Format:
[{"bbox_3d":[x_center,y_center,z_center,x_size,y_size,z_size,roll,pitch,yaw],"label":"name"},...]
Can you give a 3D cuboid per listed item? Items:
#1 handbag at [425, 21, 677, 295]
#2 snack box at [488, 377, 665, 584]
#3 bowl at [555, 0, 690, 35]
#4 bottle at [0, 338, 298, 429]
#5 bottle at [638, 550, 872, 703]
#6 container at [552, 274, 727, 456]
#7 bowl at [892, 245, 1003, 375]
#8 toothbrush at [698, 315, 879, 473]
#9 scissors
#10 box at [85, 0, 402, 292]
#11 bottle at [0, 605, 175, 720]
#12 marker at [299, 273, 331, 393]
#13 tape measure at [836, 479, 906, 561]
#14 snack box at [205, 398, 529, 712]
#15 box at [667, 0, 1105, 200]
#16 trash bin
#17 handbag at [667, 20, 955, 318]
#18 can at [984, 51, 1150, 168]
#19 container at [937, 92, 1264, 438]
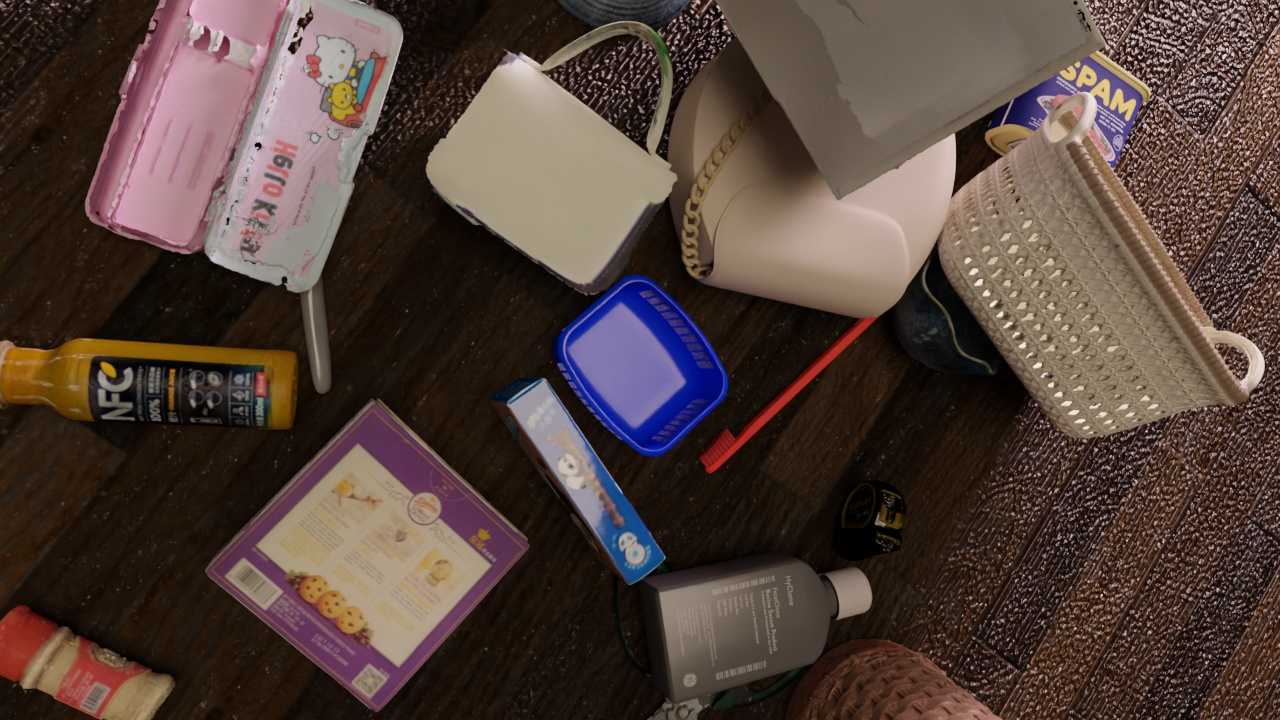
[{"bbox_3d":[-0.043,-0.155,0.642,0.151,0.074,0.176,34,100,-11],"label":"handbag"},{"bbox_3d":[-0.046,0.081,0.644,0.034,0.087,0.151,-35,99,-14],"label":"snack box"},{"bbox_3d":[-0.009,-0.315,0.669,0.137,0.057,0.137,0,90,-16],"label":"bowl"},{"bbox_3d":[-0.318,0.014,0.583,0.186,0.053,0.053,4,89,-16],"label":"bottle"},{"bbox_3d":[0.091,0.191,0.692,0.173,0.046,0.083,-9,91,-18],"label":"bottle"},{"bbox_3d":[-0.004,0.004,0.671,0.096,0.058,0.114,-42,101,-12],"label":"container"},{"bbox_3d":[0.238,-0.032,0.733,0.110,0.055,0.110,27,48,-35],"label":"bowl"},{"bbox_3d":[0.125,0.013,0.732,0.212,0.012,0.018,-42,101,-12],"label":"toothbrush"},{"bbox_3d":[0.037,0.223,0.706,0.201,0.015,0.202,-36,101,-15],"label":"scissors"},{"bbox_3d":[-0.258,-0.159,0.608,0.152,0.038,0.201,20,85,-15],"label":"box"},{"bbox_3d":[-0.354,0.197,0.579,0.109,0.044,0.044,32,81,-14],"label":"bottle"},{"bbox_3d":[-0.223,-0.046,0.631,0.022,0.016,0.138,-9,93,-39],"label":"marker"},{"bbox_3d":[0.184,0.126,0.723,0.034,0.062,0.061,22,66,-13],"label":"tape measure"},{"bbox_3d":[-0.175,0.126,0.603,0.143,0.041,0.148,46,79,-12],"label":"snack box"},{"bbox_3d":[0.141,-0.232,0.673,0.173,0.421,0.167,-32,100,4],"label":"box"},{"bbox_3d":[0.213,0.302,0.655,0.151,0.210,0.151,0,89,-17],"label":"trash bin"},{"bbox_3d":[0.130,-0.146,0.685,0.210,0.103,0.208,11,87,-16],"label":"handbag"},{"bbox_3d":[0.359,-0.207,0.776,0.116,0.056,0.092,27,84,-14],"label":"can"},{"bbox_3d":[0.341,-0.062,0.702,0.143,0.184,0.246,-33,103,32],"label":"container"}]
